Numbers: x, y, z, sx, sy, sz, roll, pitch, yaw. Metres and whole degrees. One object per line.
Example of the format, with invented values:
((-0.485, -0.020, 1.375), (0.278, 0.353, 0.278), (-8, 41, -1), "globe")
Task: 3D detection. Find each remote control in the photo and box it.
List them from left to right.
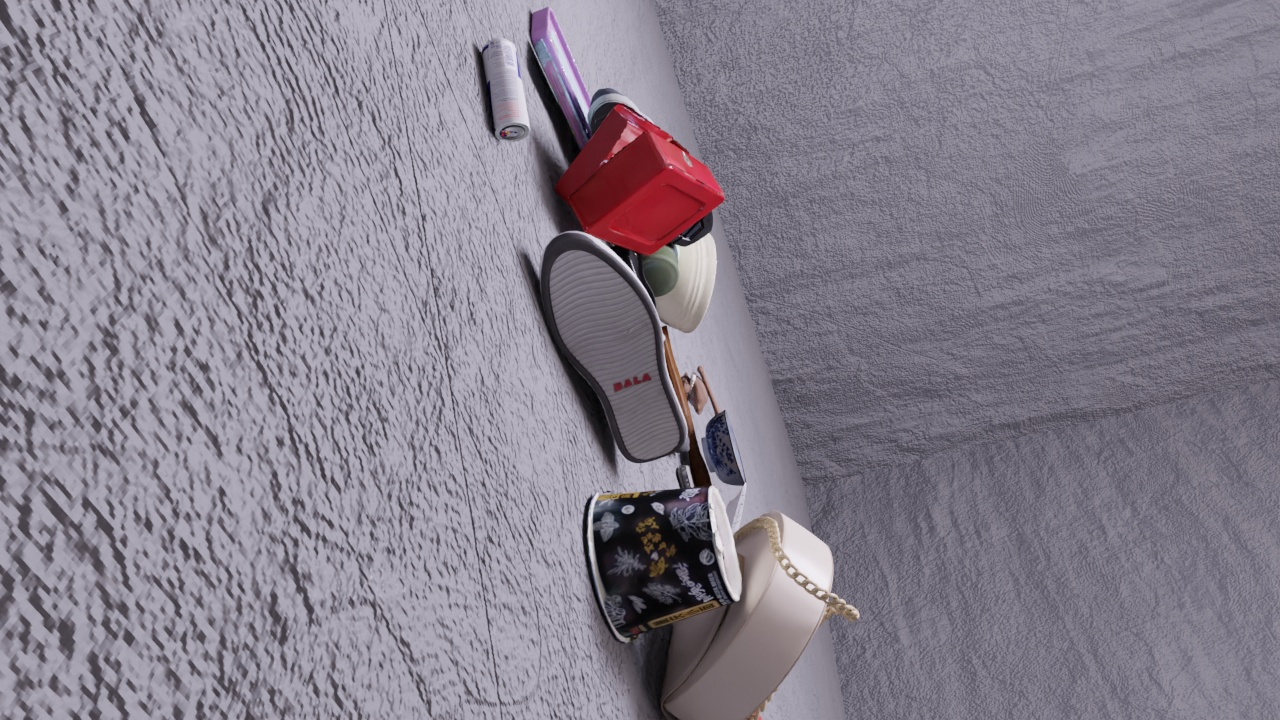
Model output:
((0.075, 0.210, 1.268), (0.033, 0.013, 0.136), (-50, 126, -75), "remote control")

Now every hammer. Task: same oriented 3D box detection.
((0.070, 0.107, 1.340), (0.115, 0.033, 0.323), (-28, 102, -80), "hammer")

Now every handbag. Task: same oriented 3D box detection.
((-0.011, -0.095, 1.149), (0.079, 0.054, 0.128), (-80, 151, -73), "handbag")
((0.109, 0.258, 0.911), (0.103, 0.209, 0.210), (35, 17, -2), "handbag")

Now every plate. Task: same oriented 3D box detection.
((0.114, 0.257, 1.244), (0.188, 0.016, 0.188), (14, 89, -79), "plate")

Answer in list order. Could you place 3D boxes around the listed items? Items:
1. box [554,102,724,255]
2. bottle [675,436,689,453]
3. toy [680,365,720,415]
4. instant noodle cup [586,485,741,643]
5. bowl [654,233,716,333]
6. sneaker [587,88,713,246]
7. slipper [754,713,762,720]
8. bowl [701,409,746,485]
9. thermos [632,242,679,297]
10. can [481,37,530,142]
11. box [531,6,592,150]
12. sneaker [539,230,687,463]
((0.002, -0.190, 1.026), (0.110, 0.134, 0.157), (51, 20, 19), "box")
((0.047, 0.106, 1.225), (0.113, 0.030, 0.030), (47, 30, -67), "bottle")
((0.093, 0.058, 1.445), (0.041, 0.055, 0.102), (-89, 158, -65), "toy")
((0.026, 0.174, 0.827), (0.137, 0.112, 0.137), (-14, 89, -79), "instant noodle cup")
((0.048, -0.120, 1.339), (0.151, 0.075, 0.150), (-171, -89, -72), "bowl")
((0.009, -0.260, 1.172), (0.240, 0.089, 0.124), (48, 15, -41), "sneaker")
((0.112, 0.420, 1.067), (0.248, 0.059, 0.103), (-92, 163, -52), "slipper")
((0.116, 0.131, 1.325), (0.114, 0.045, 0.114), (-15, 89, -82), "bowl")
((0.009, -0.177, 1.279), (0.231, 0.082, 0.082), (-95, 165, -50), "thermos")
((-0.125, -0.250, 0.846), (0.032, 0.032, 0.095), (42, 34, -69), "can")
((-0.081, -0.314, 1.139), (0.214, 0.035, 0.150), (63, 10, -46), "box")
((-0.027, -0.027, 0.914), (0.128, 0.097, 0.263), (-109, 176, -56), "sneaker")
